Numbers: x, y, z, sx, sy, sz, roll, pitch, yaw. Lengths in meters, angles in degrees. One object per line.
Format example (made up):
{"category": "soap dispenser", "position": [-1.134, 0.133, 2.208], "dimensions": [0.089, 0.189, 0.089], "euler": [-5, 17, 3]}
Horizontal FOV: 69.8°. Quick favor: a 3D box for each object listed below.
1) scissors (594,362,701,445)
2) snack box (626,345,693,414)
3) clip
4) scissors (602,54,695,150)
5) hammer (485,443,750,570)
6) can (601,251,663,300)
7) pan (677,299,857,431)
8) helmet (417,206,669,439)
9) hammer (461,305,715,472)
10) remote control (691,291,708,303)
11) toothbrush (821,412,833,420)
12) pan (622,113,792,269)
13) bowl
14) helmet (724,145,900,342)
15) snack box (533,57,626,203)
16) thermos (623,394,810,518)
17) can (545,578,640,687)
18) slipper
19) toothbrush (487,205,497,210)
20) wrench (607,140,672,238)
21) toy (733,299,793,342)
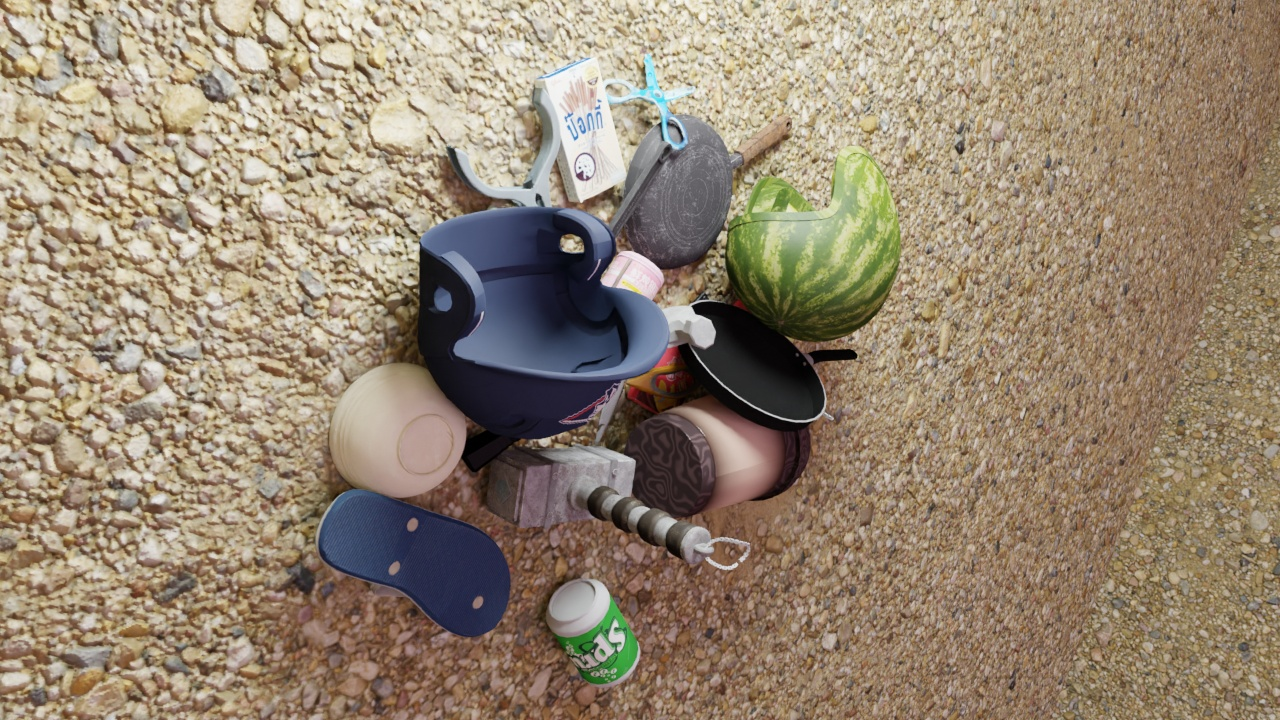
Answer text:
{"category": "scissors", "position": [-0.008, 0.007, 1.197], "dimensions": [0.229, 0.016, 0.225], "euler": [16, 87, -30]}
{"category": "snack box", "position": [0.041, 0.009, 1.259], "dimensions": [0.089, 0.021, 0.133], "euler": [32, 79, -42]}
{"category": "clip", "position": [-0.138, -0.232, 1.026], "dimensions": [0.164, 0.032, 0.165], "euler": [10, 101, -42]}
{"category": "scissors", "position": [0.017, -0.315, 1.127], "dimensions": [0.133, 0.011, 0.140], "euler": [-19, 80, -30]}
{"category": "hammer", "position": [-0.019, 0.172, 1.036], "dimensions": [0.176, 0.327, 0.079], "euler": [2, 99, -43]}
{"category": "can", "position": [-0.016, -0.087, 1.135], "dimensions": [0.067, 0.067, 0.076], "euler": [43, 73, -40]}
{"category": "pan", "position": [0.193, 0.004, 1.265], "dimensions": [0.355, 0.225, 0.034], "euler": [-2, 137, -45]}
{"category": "helmet", "position": [-0.102, -0.023, 0.954], "dimensions": [0.231, 0.273, 0.223], "euler": [-31, 128, -46]}
{"category": "hammer", "position": [-0.068, 0.030, 1.095], "dimensions": [0.327, 0.131, 0.039], "euler": [-32, 110, -15]}
{"category": "remote control", "position": [0.109, -0.037, 1.318], "dimensions": [0.030, 0.009, 0.140], "euler": [-47, 128, -23]}
{"category": "toothbrush", "position": [0.198, 0.039, 1.290], "dimensions": [0.010, 0.181, 0.010], "euler": [-26, 134, -40]}
{"category": "pan", "position": [0.109, -0.255, 1.234], "dimensions": [0.355, 0.040, 0.208], "euler": [-38, 131, -31]}
{"category": "bowl", "position": [-0.246, 0.082, 0.981], "dimensions": [0.150, 0.075, 0.151], "euler": [-11, 107, -40]}
{"category": "helmet", "position": [0.237, -0.144, 1.259], "dimensions": [0.243, 0.214, 0.246], "euler": [51, 59, -22]}
{"category": "snack box", "position": [-0.069, -0.272, 1.086], "dimensions": [0.081, 0.026, 0.150], "euler": [-33, 121, -32]}
{"category": "thermos", "position": [0.099, 0.121, 1.223], "dimensions": [0.225, 0.173, 0.173], "euler": [-10, 107, -48]}
{"category": "can", "position": [-0.062, 0.359, 1.210], "dimensions": [0.087, 0.088, 0.140], "euler": [-43, 126, -27]}
{"category": "slipper", "position": [-0.249, 0.220, 1.025], "dimensions": [0.295, 0.060, 0.118], "euler": [43, 69, -45]}
{"category": "toothbrush", "position": [-0.124, -0.136, 1.078], "dimensions": [0.022, 0.015, 0.154], "euler": [-41, 133, 13]}
{"category": "wrench", "position": [-0.040, -0.146, 1.103], "dimensions": [0.273, 0.018, 0.073], "euler": [-57, 159, 2]}
{"category": "toy", "position": [0.181, -0.050, 1.356], "dimensions": [0.135, 0.045, 0.091], "euler": [23, 84, -37]}
